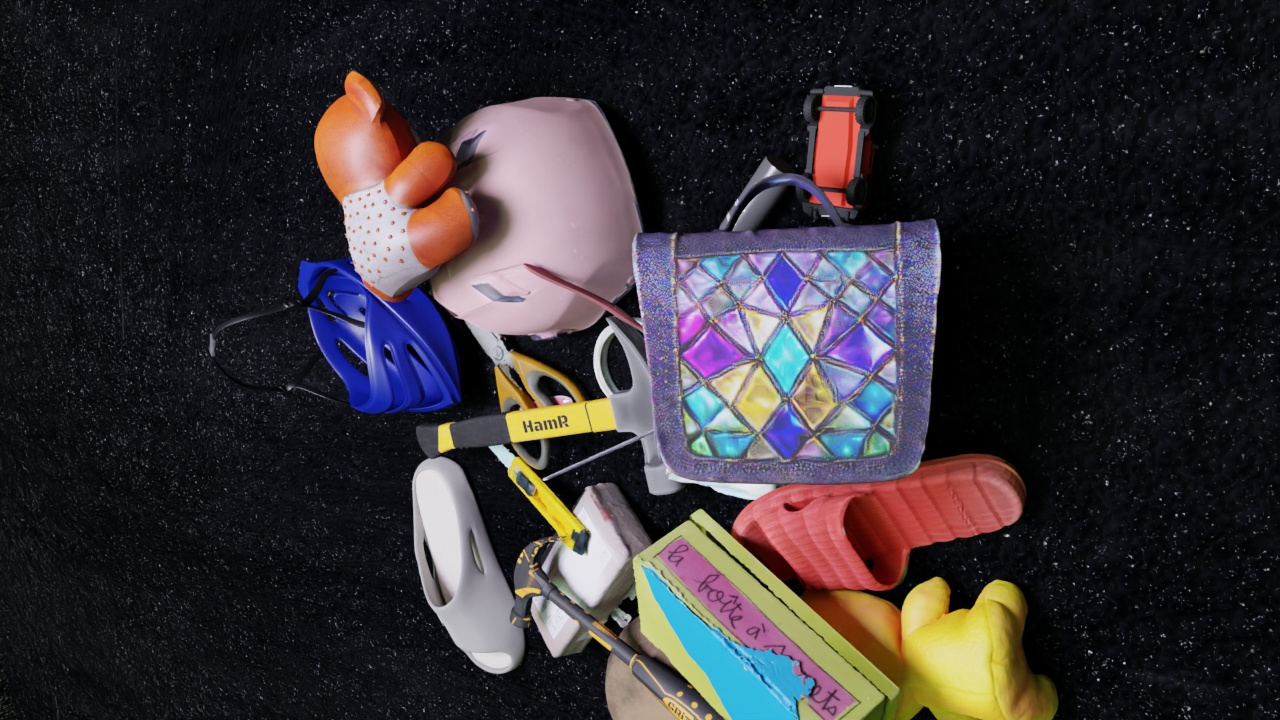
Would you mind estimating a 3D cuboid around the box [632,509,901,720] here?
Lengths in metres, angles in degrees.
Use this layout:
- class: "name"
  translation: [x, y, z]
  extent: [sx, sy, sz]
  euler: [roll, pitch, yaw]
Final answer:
- class: "box"
  translation: [0.094, 0.238, 0.735]
  extent: [0.221, 0.081, 0.125]
  euler: [35, 145, 38]

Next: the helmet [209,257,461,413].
- class: "helmet"
  translation: [-0.320, -0.013, 0.977]
  extent: [0.241, 0.227, 0.148]
  euler: [43, 133, 22]

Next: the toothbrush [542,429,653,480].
- class: "toothbrush"
  translation: [-0.007, 0.067, 0.702]
  extent: [0.010, 0.181, 0.010]
  euler: [-13, 95, 43]

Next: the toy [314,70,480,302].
- class: "toy"
  translation: [-0.215, -0.145, 0.779]
  extent: [0.164, 0.092, 0.172]
  euler: [-23, 90, 50]

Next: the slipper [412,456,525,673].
- class: "slipper"
  translation: [-0.220, 0.246, 1.061]
  extent: [0.113, 0.080, 0.266]
  euler: [-15, 93, 35]

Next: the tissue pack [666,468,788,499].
- class: "tissue pack"
  translation: [0.084, 0.028, 0.785]
  extent: [0.112, 0.069, 0.182]
  euler: [13, 108, 32]

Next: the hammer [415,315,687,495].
- class: "hammer"
  translation: [-0.106, 0.059, 0.922]
  extent: [0.325, 0.034, 0.170]
  euler: [-10, 95, 32]

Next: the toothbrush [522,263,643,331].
- class: "toothbrush"
  translation: [-0.021, -0.045, 0.801]
  extent: [0.016, 0.184, 0.015]
  euler: [-50, 28, 29]

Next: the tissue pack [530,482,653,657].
- class: "tissue pack"
  translation: [-0.049, 0.221, 0.945]
  extent: [0.104, 0.071, 0.182]
  euler: [53, 125, 33]

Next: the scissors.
- class: "scissors"
  translation: [-0.130, -0.002, 0.955]
  extent: [0.134, 0.016, 0.228]
  euler: [-34, 80, 31]

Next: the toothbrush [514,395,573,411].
- class: "toothbrush"
  translation: [-0.123, 0.057, 0.981]
  extent: [0.135, 0.016, 0.021]
  euler: [-16, 89, 39]

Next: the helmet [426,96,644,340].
- class: "helmet"
  translation: [-0.126, -0.124, 0.861]
  extent: [0.256, 0.152, 0.230]
  euler: [-6, 102, 44]

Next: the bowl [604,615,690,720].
- class: "bowl"
  translation: [0.033, 0.326, 0.899]
  extent: [0.162, 0.070, 0.162]
  euler: [10, 107, 35]

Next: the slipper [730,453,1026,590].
- class: "slipper"
  translation: [0.175, 0.139, 0.720]
  extent: [0.249, 0.059, 0.103]
  euler: [-23, 122, 32]

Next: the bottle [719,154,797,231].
- class: "bottle"
  translation: [0.087, -0.117, 0.770]
  extent: [0.030, 0.030, 0.113]
  euler: [46, 124, 19]

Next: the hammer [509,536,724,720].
- class: "hammer"
  translation: [-0.002, 0.276, 0.847]
  extent: [0.321, 0.036, 0.123]
  euler: [30, 117, 30]

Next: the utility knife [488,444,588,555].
- class: "utility knife"
  translation: [-0.117, 0.131, 0.966]
  extent: [0.218, 0.019, 0.030]
  euler: [40, 109, 44]

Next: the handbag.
- class: "handbag"
  translation: [0.104, -0.023, 0.661]
  extent: [0.205, 0.125, 0.222]
  euler: [-1, 85, 10]

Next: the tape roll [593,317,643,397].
- class: "tape roll"
  translation: [-0.005, 0.005, 0.881]
  extent: [0.093, 0.013, 0.093]
  euler: [10, 107, 35]

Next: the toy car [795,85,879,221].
- class: "toy car"
  translation: [0.153, -0.157, 0.699]
  extent: [0.051, 0.048, 0.100]
  euler: [14, 109, 34]

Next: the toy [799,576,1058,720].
- class: "toy"
  translation: [0.219, 0.247, 0.731]
  extent: [0.194, 0.087, 0.134]
  euler: [-11, 99, 38]
